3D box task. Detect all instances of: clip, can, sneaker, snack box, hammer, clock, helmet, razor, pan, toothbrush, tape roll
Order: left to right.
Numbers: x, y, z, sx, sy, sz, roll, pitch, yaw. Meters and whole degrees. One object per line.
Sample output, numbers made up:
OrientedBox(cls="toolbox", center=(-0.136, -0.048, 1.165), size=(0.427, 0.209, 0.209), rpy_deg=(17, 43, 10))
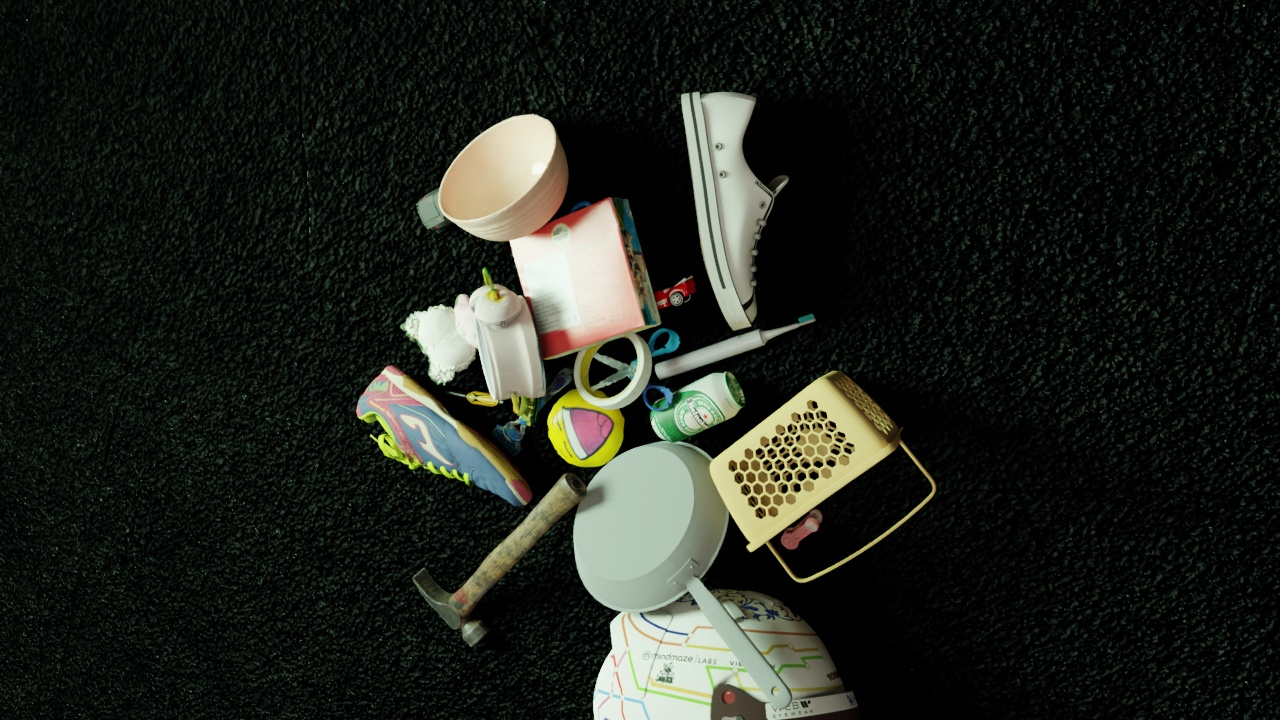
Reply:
OrientedBox(cls="sneaker", center=(-0.240, 0.111, 1.114), size=(0.242, 0.116, 0.091), rpy_deg=(38, 83, 9))
OrientedBox(cls="razor", center=(-0.186, 0.048, 1.108), size=(0.144, 0.021, 0.044), rpy_deg=(8, 88, 26))
OrientedBox(cls="hammer", center=(-0.168, 0.230, 1.112), size=(0.120, 0.033, 0.331), rpy_deg=(44, 125, 3))
OrientedBox(cls="clock", center=(-0.152, -0.028, 1.028), size=(0.058, 0.117, 0.158), rpy_deg=(-14, 105, -14))
OrientedBox(cls="razor", center=(-0.127, 0.057, 1.102), size=(0.044, 0.018, 0.141), rpy_deg=(45, 112, 3))
OrientedBox(cls="snack box", center=(-0.063, -0.088, 1.006), size=(0.143, 0.040, 0.145), rpy_deg=(-17, 87, 31))
OrientedBox(cls="tape roll", center=(-0.032, 0.008, 1.033), size=(0.094, 0.019, 0.094), rpy_deg=(-11, 69, 29))
OrientedBox(cls="pan", center=(0.041, 0.216, 0.956), size=(0.201, 0.051, 0.356), rpy_deg=(-45, 43, 3))
OrientedBox(cls="can", center=(0.062, 0.053, 1.022), size=(0.101, 0.053, 0.053), rpy_deg=(-27, 94, 22))
OrientedBox(cls="toothbrush", center=(0.103, -0.016, 1.010), size=(0.188, 0.018, 0.019), rpy_deg=(-19, 99, 21))
OrientedBox(cls="helmet", center=(0.105, 0.370, 0.993), size=(0.315, 0.231, 0.235), rpy_deg=(5, 76, 19))
OrientedBox(cls="sneaker", center=(0.106, -0.156, 0.945), size=(0.097, 0.091, 0.245), rpy_deg=(-9, 99, 4))
OrientedBox(cls="clip", center=(0.185, 0.188, 1.038), size=(0.023, 0.045, 0.060), rpy_deg=(45, 144, 5))

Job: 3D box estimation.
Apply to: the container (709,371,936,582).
OrientedBox(cls="container", center=(0.189, 0.123, 0.957), size=(0.184, 0.129, 0.167), rpy_deg=(-41, 79, 20))

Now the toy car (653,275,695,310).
OrientedBox(cls="toy car", center=(0.020, -0.063, 1.014), size=(0.090, 0.038, 0.025), rpy_deg=(-24, 92, 21))

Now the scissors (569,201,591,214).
OrientedBox(cls="scissors", center=(-0.055, -0.116, 1.040), size=(0.130, 0.013, 0.125), rpy_deg=(11, 107, 20))

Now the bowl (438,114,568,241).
OrientedBox(cls="bowl", center=(-0.136, -0.185, 0.995), size=(0.153, 0.152, 0.076), rpy_deg=(-20, 139, 21))

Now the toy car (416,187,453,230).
OrientedBox(cls="toy car", center=(-0.222, -0.182, 1.061), size=(0.092, 0.036, 0.042), rpy_deg=(-21, 96, 21))

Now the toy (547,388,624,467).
OrientedBox(cls="toy", center=(-0.064, 0.079, 1.075), size=(0.094, 0.041, 0.095), rpy_deg=(-19, 91, 16))

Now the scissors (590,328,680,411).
OrientedBox(cls="scissors", center=(-0.008, 0.019, 1.033), size=(0.129, 0.014, 0.118), rpy_deg=(-24, 62, 16))

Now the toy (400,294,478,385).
OrientedBox(cls="toy", center=(-0.220, -0.032, 1.098), size=(0.109, 0.041, 0.095), rpy_deg=(-28, 94, 8))
